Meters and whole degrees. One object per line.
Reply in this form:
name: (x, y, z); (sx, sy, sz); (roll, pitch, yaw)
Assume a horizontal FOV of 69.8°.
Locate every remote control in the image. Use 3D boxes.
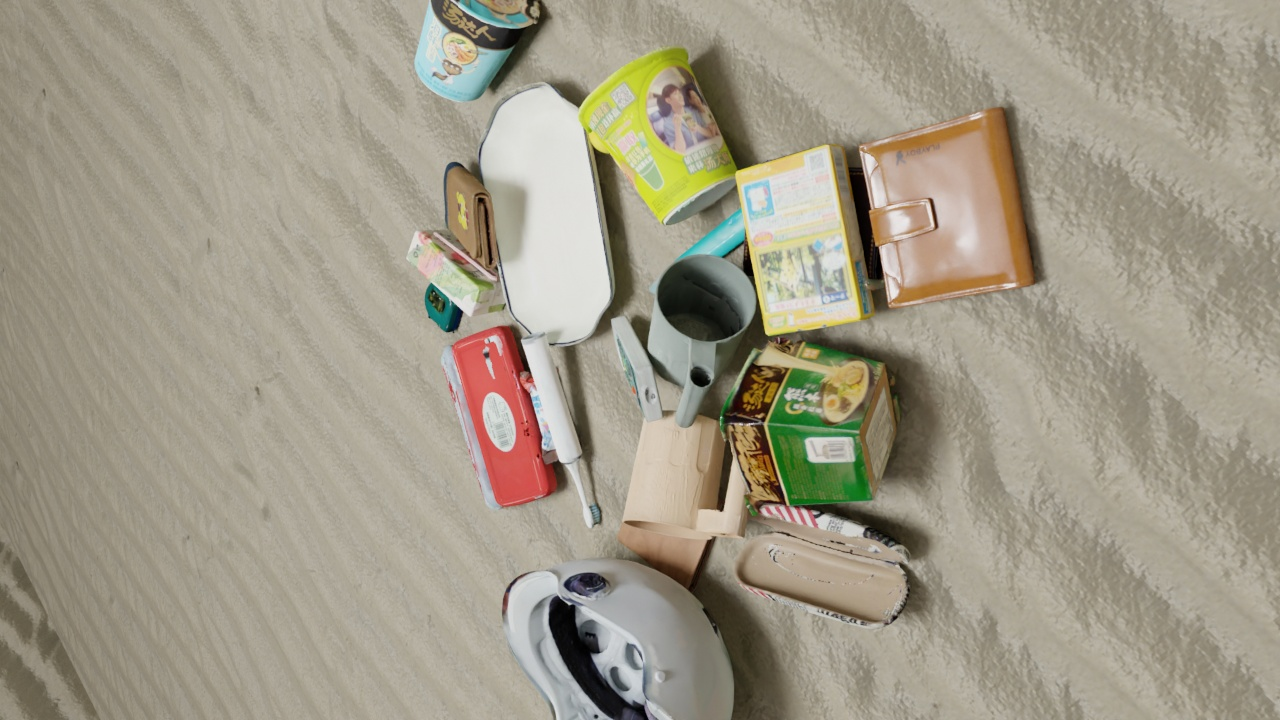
remote control: (-0.005, 0.005, 0.862); (0.135, 0.019, 0.056); (-116, 12, -64)

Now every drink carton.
drink carton: (-0.206, -0.103, 1.043); (0.122, 0.053, 0.046); (40, 122, 26)

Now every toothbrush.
toothbrush: (-0.081, 0.077, 0.975); (0.027, 0.026, 0.221); (2, 112, 55)

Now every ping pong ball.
ping pong ball: (-0.030, -0.218, 0.875); (0.040, 0.040, 0.040); (10, 106, 38)

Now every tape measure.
tape measure: (-0.235, -0.068, 1.095); (0.054, 0.025, 0.058); (38, 121, 26)

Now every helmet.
helmet: (-0.008, 0.292, 0.901); (0.259, 0.145, 0.229); (27, 127, 43)

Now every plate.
plate: (-0.091, -0.148, 0.947); (0.162, 0.034, 0.266); (-7, 95, 42)

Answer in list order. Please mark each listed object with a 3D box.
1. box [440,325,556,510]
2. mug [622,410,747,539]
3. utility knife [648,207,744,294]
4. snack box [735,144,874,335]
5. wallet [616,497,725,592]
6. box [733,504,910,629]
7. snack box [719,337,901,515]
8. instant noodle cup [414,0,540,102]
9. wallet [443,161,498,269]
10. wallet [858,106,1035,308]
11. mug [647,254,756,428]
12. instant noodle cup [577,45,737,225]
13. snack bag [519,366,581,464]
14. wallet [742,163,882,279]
box: (-0.176, 0.071, 1.055); (0.158, 0.069, 0.201); (-21, 85, 45)
mug: (0.048, 0.105, 0.832); (0.125, 0.084, 0.103); (-5, 68, 42)
utility knife: (0.071, -0.109, 0.831); (0.186, 0.013, 0.029); (-35, 80, 36)
snack box: (0.132, -0.095, 0.740); (0.087, 0.033, 0.140); (-10, 90, 37)
wallet: (0.030, 0.163, 0.928); (0.101, 0.020, 0.115); (33, 117, 30)
box: (0.148, 0.174, 0.790); (0.162, 0.075, 0.086); (6, 73, 37)
snack box: (0.141, 0.054, 0.733); (0.106, 0.117, 0.118); (4, 134, 31)
instant noodle cup: (-0.175, -0.333, 0.938); (0.111, 0.111, 0.121); (57, 137, 15)
wallet: (-0.183, -0.157, 0.992); (0.115, 0.033, 0.090); (-135, 38, -53)
wallet: (0.222, -0.109, 0.688); (0.119, 0.035, 0.130); (-10, 94, 28)
mug: (0.047, -0.013, 0.790); (0.103, 0.083, 0.123); (103, 174, -65)
instant noodle cup: (0.023, -0.188, 0.800); (0.112, 0.111, 0.123); (-33, 86, 40)
snack bag: (-0.099, 0.057, 1.003); (0.045, 0.026, 0.105); (-17, 88, -3)
wallet: (0.142, -0.113, 0.761); (0.122, 0.020, 0.096); (10, 104, 33)
